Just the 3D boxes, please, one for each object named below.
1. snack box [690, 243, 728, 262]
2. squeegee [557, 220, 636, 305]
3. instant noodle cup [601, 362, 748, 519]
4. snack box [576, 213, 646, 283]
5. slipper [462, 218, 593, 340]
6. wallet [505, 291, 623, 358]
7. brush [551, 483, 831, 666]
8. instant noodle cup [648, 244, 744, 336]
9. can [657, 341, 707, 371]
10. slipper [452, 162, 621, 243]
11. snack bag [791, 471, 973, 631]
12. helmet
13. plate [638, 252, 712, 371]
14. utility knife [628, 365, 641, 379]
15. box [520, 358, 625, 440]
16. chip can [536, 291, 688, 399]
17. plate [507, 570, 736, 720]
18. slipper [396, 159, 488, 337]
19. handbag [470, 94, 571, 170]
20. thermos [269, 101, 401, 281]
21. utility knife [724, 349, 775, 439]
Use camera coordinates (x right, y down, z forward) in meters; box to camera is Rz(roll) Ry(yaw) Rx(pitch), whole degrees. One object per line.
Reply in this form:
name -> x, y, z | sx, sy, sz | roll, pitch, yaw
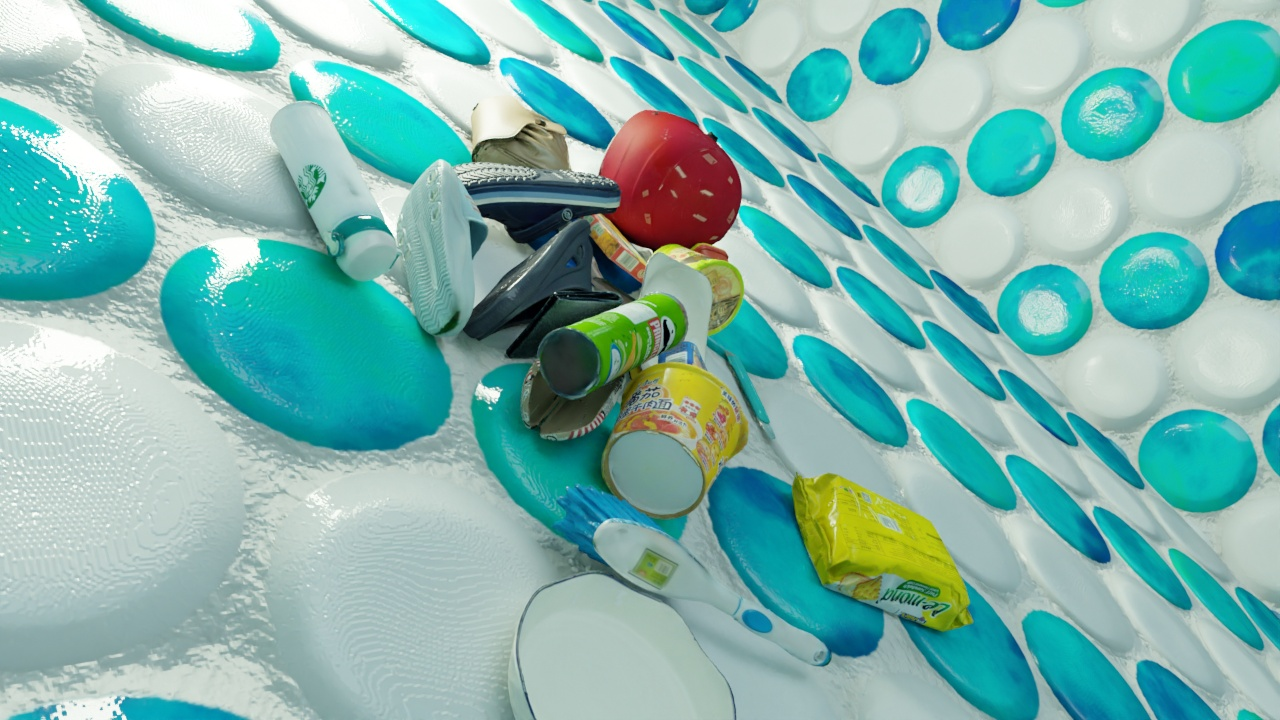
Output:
snack box -> 0.094, -0.121, 1.390 | 0.082, 0.091, 0.080 | 11, 45, -45
squeegee -> -0.061, -0.131, 1.255 | 0.249, 0.040, 0.247 | 51, 12, 31
instant noodle cup -> 0.028, 0.086, 0.937 | 0.138, 0.138, 0.109 | 38, 34, -4
snack box -> -0.045, -0.175, 1.314 | 0.077, 0.027, 0.155 | 33, 14, -44
slipper -> -0.113, -0.076, 1.046 | 0.083, 0.111, 0.267 | 53, 29, -12
wallet -> -0.083, -0.038, 1.013 | 0.019, 0.097, 0.120 | 53, 28, 20
brush -> 0.056, 0.207, 0.839 | 0.314, 0.060, 0.109 | 37, -8, -37
instant noodle cup -> 0.066, -0.108, 1.292 | 0.111, 0.112, 0.123 | 19, 14, -36
can -> 0.056, 0.038, 1.093 | 0.083, 0.057, 0.102 | -83, 152, -63
slipper -> -0.146, -0.203, 1.193 | 0.252, 0.095, 0.105 | -6, 23, -29
snack bag -> 0.297, 0.230, 1.135 | 0.246, 0.068, 0.157 | 25, 30, -26
helmet -> 0.060, -0.251, 1.384 | 0.240, 0.207, 0.144 | 20, 16, -24
plate -> 0.035, -0.046, 1.170 | 0.163, 0.034, 0.164 | 18, 76, -54
utility knife -> -0.007, 0.007, 1.137 | 0.033, 0.015, 0.201 | 50, 16, -36
box -> -0.066, 0.029, 0.954 | 0.086, 0.076, 0.162 | 10, 21, 8
chip can -> -0.023, -0.022, 0.967 | 0.072, 0.072, 0.235 | 45, 25, 9
plate -> -0.015, 0.259, 0.702 | 0.205, 0.046, 0.204 | 32, 28, -19
slipper -> -0.204, -0.122, 0.984 | 0.074, 0.104, 0.245 | 16, 40, -35
handbag -> -0.169, -0.307, 1.315 | 0.147, 0.100, 0.204 | 24, 27, -25
thermos -> -0.319, -0.175, 0.949 | 0.073, 0.073, 0.224 | 5, 43, -50
utility knife -> 0.154, 0.048, 1.289 | 0.029, 0.013, 0.182 | 19, 32, -31
